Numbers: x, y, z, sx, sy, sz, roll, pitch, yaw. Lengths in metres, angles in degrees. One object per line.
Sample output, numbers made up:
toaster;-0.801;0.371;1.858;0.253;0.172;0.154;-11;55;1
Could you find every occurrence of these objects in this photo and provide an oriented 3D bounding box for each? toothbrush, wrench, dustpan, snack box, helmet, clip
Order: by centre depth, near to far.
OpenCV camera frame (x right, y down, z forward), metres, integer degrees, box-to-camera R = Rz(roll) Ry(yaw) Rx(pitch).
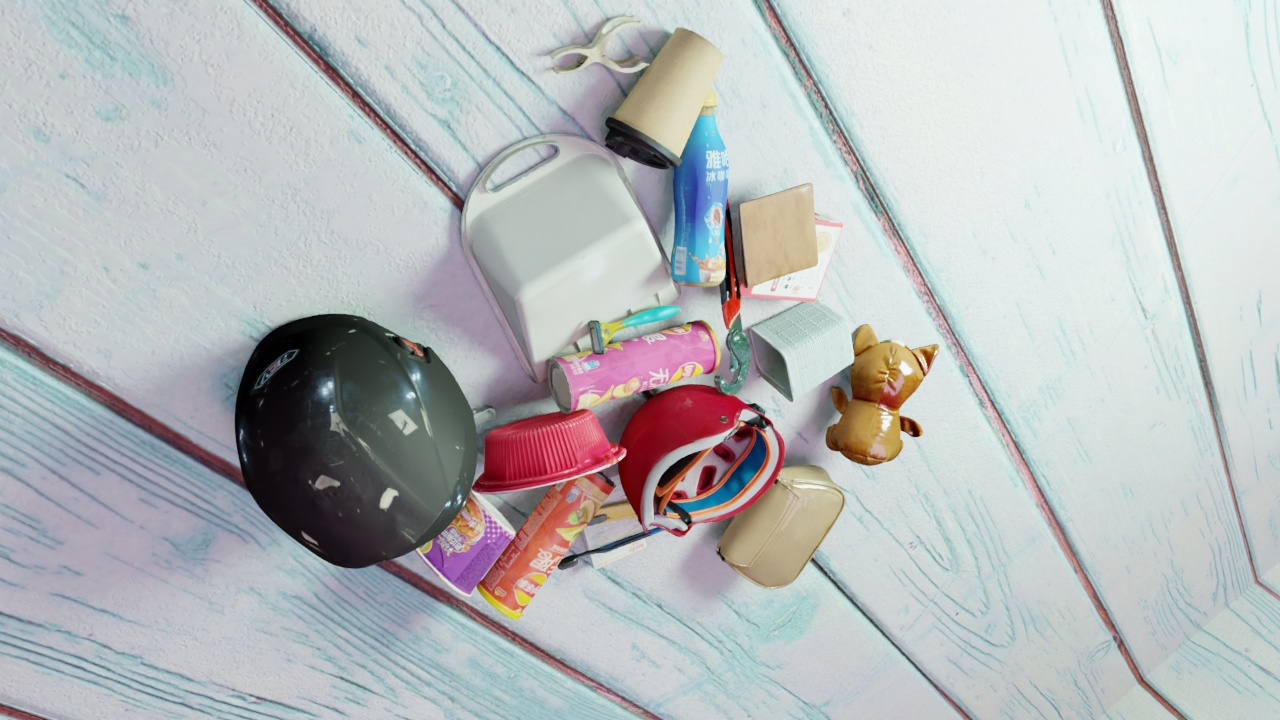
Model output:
clip;-0.040;-0.332;0.945;0.103;0.035;0.092;3;122;-20
helmet;-0.298;0.085;0.963;0.233;0.230;0.275;-42;110;-1
dustpan;-0.088;-0.128;1.064;0.222;0.142;0.258;-31;158;-7
clip;-0.206;0.070;1.123;0.058;0.038;0.026;-20;125;-14
wrench;0.105;-0.090;1.133;0.056;0.016;0.273;-16;107;-35
snack box;0.182;-0.136;1.176;0.127;0.044;0.113;2;119;-28
helmet;0.070;0.119;1.222;0.239;0.144;0.207;13;119;-49
snack box;-0.044;0.220;1.296;0.084;0.027;0.157;-21;127;-14
toothbrush;-0.031;0.262;1.303;0.189;0.014;0.016;-16;126;-19

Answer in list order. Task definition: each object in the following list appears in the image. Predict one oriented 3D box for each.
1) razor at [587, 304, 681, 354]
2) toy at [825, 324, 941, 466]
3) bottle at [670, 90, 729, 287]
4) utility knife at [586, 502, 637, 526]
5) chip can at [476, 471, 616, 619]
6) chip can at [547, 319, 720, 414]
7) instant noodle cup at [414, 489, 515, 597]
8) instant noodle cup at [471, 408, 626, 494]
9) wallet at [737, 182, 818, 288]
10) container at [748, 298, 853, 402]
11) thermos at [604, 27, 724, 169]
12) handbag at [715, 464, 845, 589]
razor;-0.006;-0.046;1.117;0.132;0.028;0.043;-21;107;-31
toy;0.350;0.053;1.342;0.140;0.130;0.200;13;106;8
bottle;0.068;-0.197;1.056;0.065;0.065;0.219;-7;108;-24
utility knife;-0.071;0.217;1.258;0.196;0.020;0.031;-6;116;-16
chip can;-0.122;0.228;1.193;0.073;0.073;0.216;38;86;-39
chip can;-0.007;0.007;1.138;0.210;0.071;0.071;-15;126;-26
instant noodle cup;-0.221;0.225;1.162;0.099;0.111;0.111;-47;130;-6
instant noodle cup;-0.117;0.104;1.110;0.193;0.194;0.066;-15;95;-19
wallet;0.168;-0.152;1.118;0.101;0.020;0.115;-18;123;-14
container;0.222;-0.018;1.247;0.111;0.090;0.090;-28;129;-13
thermos;0.027;-0.277;0.983;0.093;0.093;0.143;25;97;-37
handbag;0.211;0.246;1.407;0.147;0.099;0.205;23;108;-28
